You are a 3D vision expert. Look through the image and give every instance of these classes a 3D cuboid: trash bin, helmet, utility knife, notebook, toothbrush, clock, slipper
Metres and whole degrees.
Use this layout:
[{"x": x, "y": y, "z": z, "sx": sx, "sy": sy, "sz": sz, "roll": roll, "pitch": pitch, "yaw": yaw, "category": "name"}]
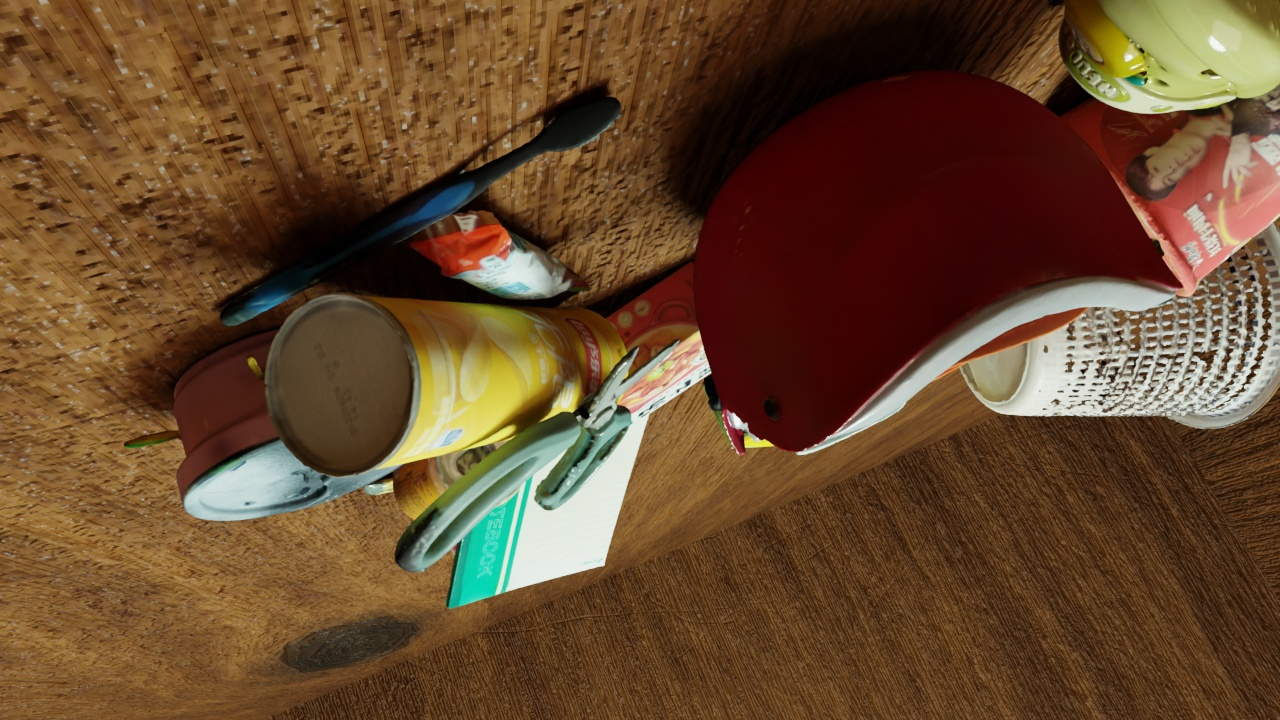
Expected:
[{"x": 0.382, "y": -0.040, "z": 0.779, "sx": 0.192, "sy": 0.227, "sz": 0.228, "roll": -8, "pitch": 162, "yaw": -7, "category": "trash bin"}, {"x": 0.115, "y": -0.052, "z": 0.451, "sx": 0.207, "sy": 0.144, "sz": 0.240, "roll": -23, "pitch": 176, "yaw": -3, "category": "helmet"}, {"x": -0.139, "y": 0.088, "z": 0.780, "sx": 0.212, "sy": 0.022, "sz": 0.031, "roll": -15, "pitch": 169, "yaw": -43, "category": "utility knife"}, {"x": -0.069, "y": 0.099, "z": 0.714, "sx": 0.150, "sy": 0.012, "sz": 0.210, "roll": -9, "pitch": 128, "yaw": -36, "category": "notebook"}, {"x": -0.091, "y": -0.057, "z": 0.368, "sx": 0.190, "sy": 0.014, "sz": 0.016, "roll": -26, "pitch": -172, "yaw": 11, "category": "toothbrush"}, {"x": -0.162, "y": 0.032, "z": 0.472, "sx": 0.117, "sy": 0.059, "sz": 0.158, "roll": -31, "pitch": 161, "yaw": 21, "category": "clock"}, {"x": 0.236, "y": -0.146, "z": 0.411, "sx": 0.082, "sy": 0.091, "sz": 0.190, "roll": -33, "pitch": 165, "yaw": 38, "category": "slipper"}]

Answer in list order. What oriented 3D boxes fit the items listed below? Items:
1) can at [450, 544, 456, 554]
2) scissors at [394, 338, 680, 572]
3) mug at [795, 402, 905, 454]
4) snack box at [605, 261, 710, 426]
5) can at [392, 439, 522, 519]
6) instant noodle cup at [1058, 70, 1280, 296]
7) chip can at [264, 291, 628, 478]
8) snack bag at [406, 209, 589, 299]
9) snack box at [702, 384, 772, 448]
[{"x": -0.138, "y": 0.147, "z": 0.866, "sx": 0.066, "sy": 0.066, "sz": 0.094, "roll": -6, "pitch": 157, "yaw": -47, "category": "can"}, {"x": -0.053, "y": 0.055, "z": 0.456, "sx": 0.178, "sy": 0.019, "sz": 0.171, "roll": -32, "pitch": 165, "yaw": -34, "category": "scissors"}, {"x": 0.113, "y": -0.008, "z": 0.615, "sx": 0.078, "sy": 0.122, "sz": 0.078, "roll": -23, "pitch": 165, "yaw": -7, "category": "mug"}, {"x": -0.004, "y": 0.003, "z": 0.598, "sx": 0.127, "sy": 0.044, "sz": 0.113, "roll": -33, "pitch": 165, "yaw": -2, "category": "snack box"}, {"x": -0.115, "y": 0.069, "z": 0.572, "sx": 0.058, "sy": 0.058, "sz": 0.146, "roll": -16, "pitch": 174, "yaw": -26, "category": "can"}, {"x": 0.327, "y": -0.123, "z": 0.544, "sx": 0.109, "sy": 0.138, "sz": 0.137, "roll": -38, "pitch": 160, "yaw": 19, "category": "instant noodle cup"}, {"x": -0.075, "y": 0.006, "z": 0.436, "sx": 0.072, "sy": 0.072, "sz": 0.213, "roll": -29, "pitch": 171, "yaw": 18, "category": "chip can"}, {"x": -0.062, "y": -0.045, "z": 0.420, "sx": 0.048, "sy": 0.026, "sz": 0.104, "roll": -4, "pitch": 172, "yaw": 20, "category": "snack bag"}, {"x": 0.179, "y": 0.022, "z": 0.905, "sx": 0.158, "sy": 0.070, "sz": 0.209, "roll": -31, "pitch": 163, "yaw": 25, "category": "snack box"}]
